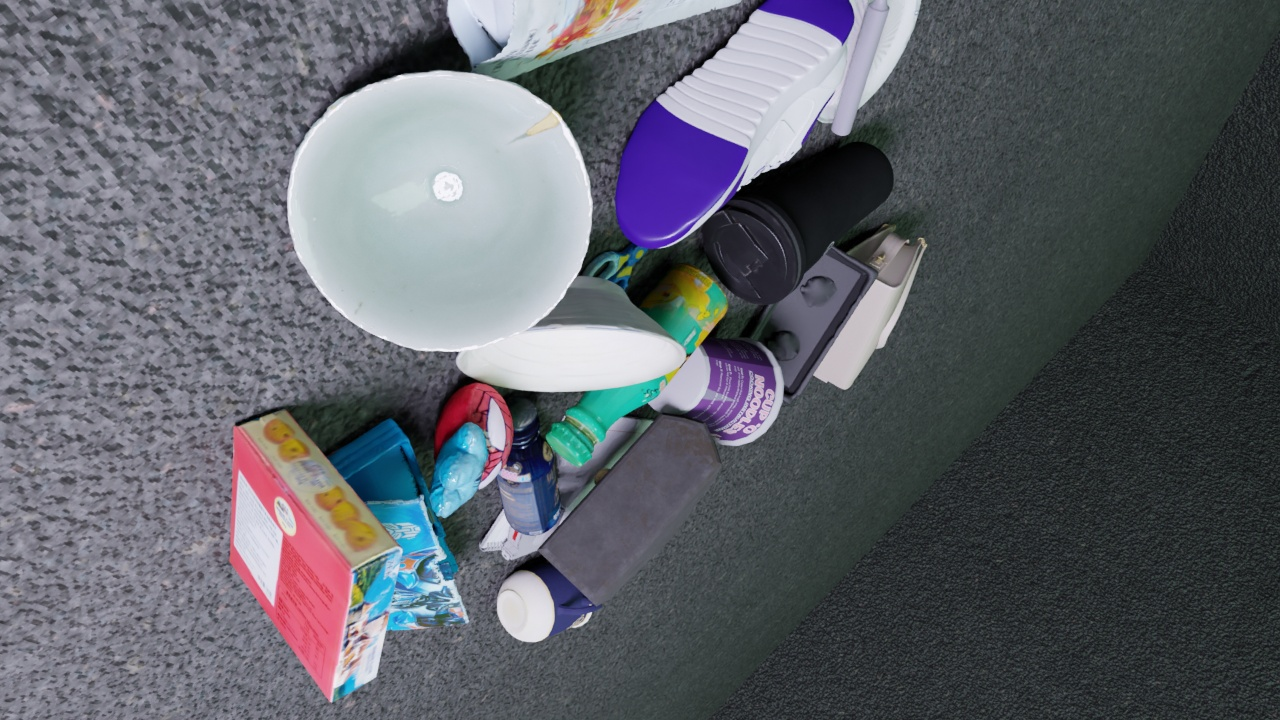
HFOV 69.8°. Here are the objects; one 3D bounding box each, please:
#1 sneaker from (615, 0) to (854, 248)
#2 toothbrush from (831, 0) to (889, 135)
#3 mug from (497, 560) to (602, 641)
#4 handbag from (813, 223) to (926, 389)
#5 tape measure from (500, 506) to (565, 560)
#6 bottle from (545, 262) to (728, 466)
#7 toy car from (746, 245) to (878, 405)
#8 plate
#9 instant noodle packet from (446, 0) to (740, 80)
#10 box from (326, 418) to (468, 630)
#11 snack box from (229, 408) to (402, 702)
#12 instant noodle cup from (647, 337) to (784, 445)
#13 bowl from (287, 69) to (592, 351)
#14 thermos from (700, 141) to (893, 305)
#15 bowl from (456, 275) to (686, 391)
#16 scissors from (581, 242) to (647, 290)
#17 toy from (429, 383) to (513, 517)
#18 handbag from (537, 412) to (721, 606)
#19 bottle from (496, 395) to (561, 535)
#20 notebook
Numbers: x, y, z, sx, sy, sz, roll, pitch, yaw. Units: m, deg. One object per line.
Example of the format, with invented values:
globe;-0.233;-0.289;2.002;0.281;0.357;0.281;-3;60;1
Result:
sneaker;0.075;-0.180;0.735;0.244;0.092;0.111;-48;163;-2
toothbrush;0.204;-0.285;0.820;0.019;0.018;0.188;-34;151;-31
mug;-0.104;0.275;1.040;0.089;0.112;0.085;-7;96;-51
handbag;0.307;-0.087;1.217;0.197;0.101;0.195;-41;156;-42
tape measure;-0.110;0.176;0.960;0.060;0.020;0.062;-9;131;-53
bottle;-0.005;0.005;0.836;0.209;0.068;0.068;-50;155;-19
toy car;0.191;-0.054;1.097;0.192;0.094;0.071;-61;-179;21
plate;0.205;-0.295;0.851;0.156;0.014;0.157;-36;151;-24
instant noodle packet;0.002;-0.256;0.553;0.268;0.057;0.147;-35;152;-37
box;-0.200;0.160;0.760;0.091;0.085;0.244;-35;151;-23
snack box;-0.224;0.131;0.618;0.040;0.142;0.145;-22;143;-43
instant noodle cup;0.063;0.027;0.975;0.137;0.121;0.121;-31;153;29
bowl;-0.116;-0.095;0.554;0.174;0.067;0.174;-4;119;-7
thermos;0.163;-0.144;0.901;0.218;0.106;0.106;-36;151;-35
bowl;-0.054;-0.024;0.718;0.176;0.057;0.177;-2;164;-1
scissors;-0.003;-0.094;0.805;0.130;0.022;0.070;-47;153;-10
toy;-0.135;0.070;0.724;0.132;0.062;0.092;-85;-178;-64
handbag;-0.007;0.152;0.972;0.197;0.102;0.199;-47;166;-9
bottle;-0.107;0.099;0.851;0.056;0.056;0.161;-34;143;-27
notebook;-0.061;0.135;1.025;0.178;0.013;0.245;-56;153;11
